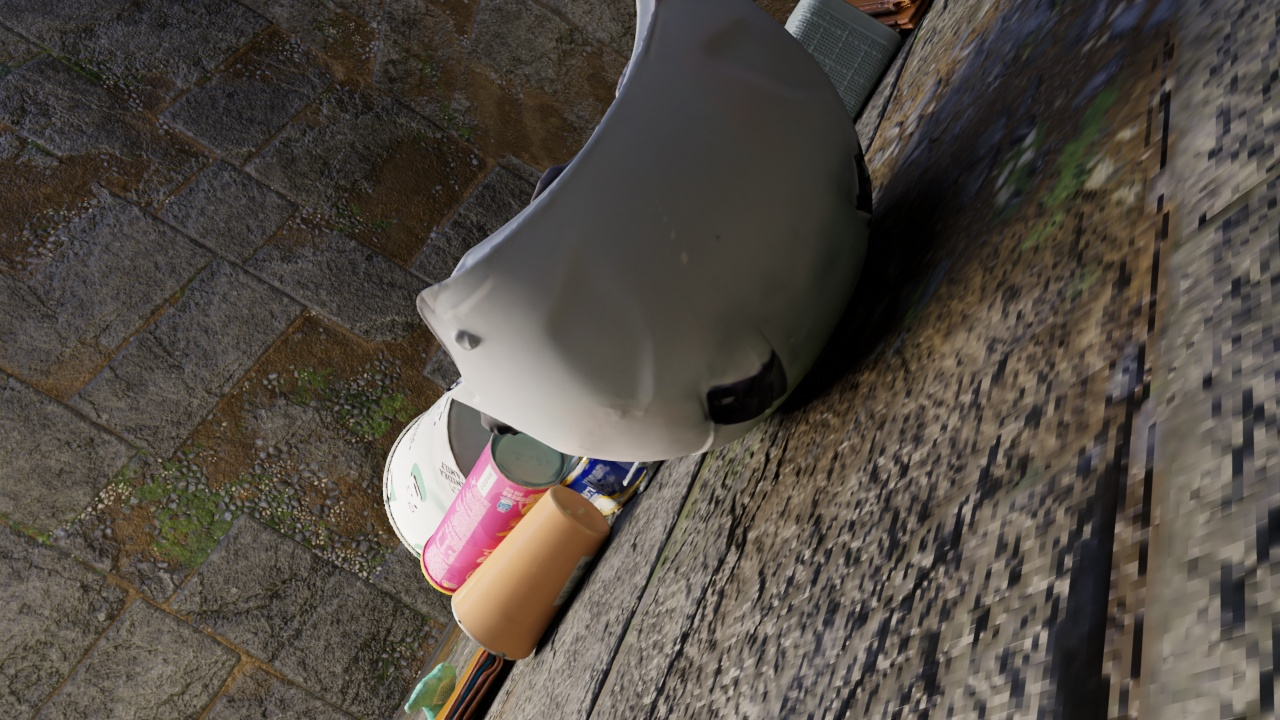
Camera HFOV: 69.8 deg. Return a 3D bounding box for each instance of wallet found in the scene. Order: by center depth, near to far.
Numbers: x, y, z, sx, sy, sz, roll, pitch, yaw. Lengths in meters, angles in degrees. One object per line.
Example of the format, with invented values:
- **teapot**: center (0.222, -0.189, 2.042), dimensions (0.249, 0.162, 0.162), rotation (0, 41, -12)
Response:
- **wallet**: center (0.210, -0.328, 0.790), dimensions (0.107, 0.031, 0.132), rotation (-60, 28, -4)
- **wallet**: center (-0.165, 0.315, 0.846), dimensions (0.119, 0.035, 0.131), rotation (-62, 1, -17)

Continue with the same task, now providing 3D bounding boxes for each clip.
- **clip**: center (0.007, 0.071, 0.681), dimensions (0.058, 0.038, 0.026), rotation (-61, 6, -4)

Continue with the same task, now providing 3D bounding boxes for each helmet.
- **helmet**: center (0.023, -0.045, 0.438), dimensions (0.228, 0.146, 0.259), rotation (-58, -5, -12)

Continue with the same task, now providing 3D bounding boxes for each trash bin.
- **trash bin**: center (-0.156, 0.113, 1.039), dimensions (0.229, 0.229, 0.253), rotation (-61, 9, -30)

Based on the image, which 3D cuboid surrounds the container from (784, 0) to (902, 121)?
- **container**: center (0.148, -0.235, 0.783), dimensions (0.111, 0.090, 0.090), rotation (-62, 4, -4)

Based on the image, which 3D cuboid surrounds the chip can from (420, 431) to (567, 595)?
- **chip can**: center (-0.136, 0.138, 0.834), dimensions (0.211, 0.071, 0.071), rotation (-53, 6, 43)

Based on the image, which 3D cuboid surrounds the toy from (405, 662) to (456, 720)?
- **toy**: center (-0.197, 0.341, 0.927), dimensions (0.096, 0.030, 0.092), rotation (-45, -39, -46)

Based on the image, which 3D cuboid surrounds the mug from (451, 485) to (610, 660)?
- **mug**: center (-0.081, 0.163, 0.720), dimensions (0.123, 0.078, 0.078), rotation (-52, 5, 12)

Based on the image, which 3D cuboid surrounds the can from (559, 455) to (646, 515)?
- **can**: center (-0.024, 0.082, 0.762), dimensions (0.074, 0.049, 0.148), rotation (-60, 4, -23)
